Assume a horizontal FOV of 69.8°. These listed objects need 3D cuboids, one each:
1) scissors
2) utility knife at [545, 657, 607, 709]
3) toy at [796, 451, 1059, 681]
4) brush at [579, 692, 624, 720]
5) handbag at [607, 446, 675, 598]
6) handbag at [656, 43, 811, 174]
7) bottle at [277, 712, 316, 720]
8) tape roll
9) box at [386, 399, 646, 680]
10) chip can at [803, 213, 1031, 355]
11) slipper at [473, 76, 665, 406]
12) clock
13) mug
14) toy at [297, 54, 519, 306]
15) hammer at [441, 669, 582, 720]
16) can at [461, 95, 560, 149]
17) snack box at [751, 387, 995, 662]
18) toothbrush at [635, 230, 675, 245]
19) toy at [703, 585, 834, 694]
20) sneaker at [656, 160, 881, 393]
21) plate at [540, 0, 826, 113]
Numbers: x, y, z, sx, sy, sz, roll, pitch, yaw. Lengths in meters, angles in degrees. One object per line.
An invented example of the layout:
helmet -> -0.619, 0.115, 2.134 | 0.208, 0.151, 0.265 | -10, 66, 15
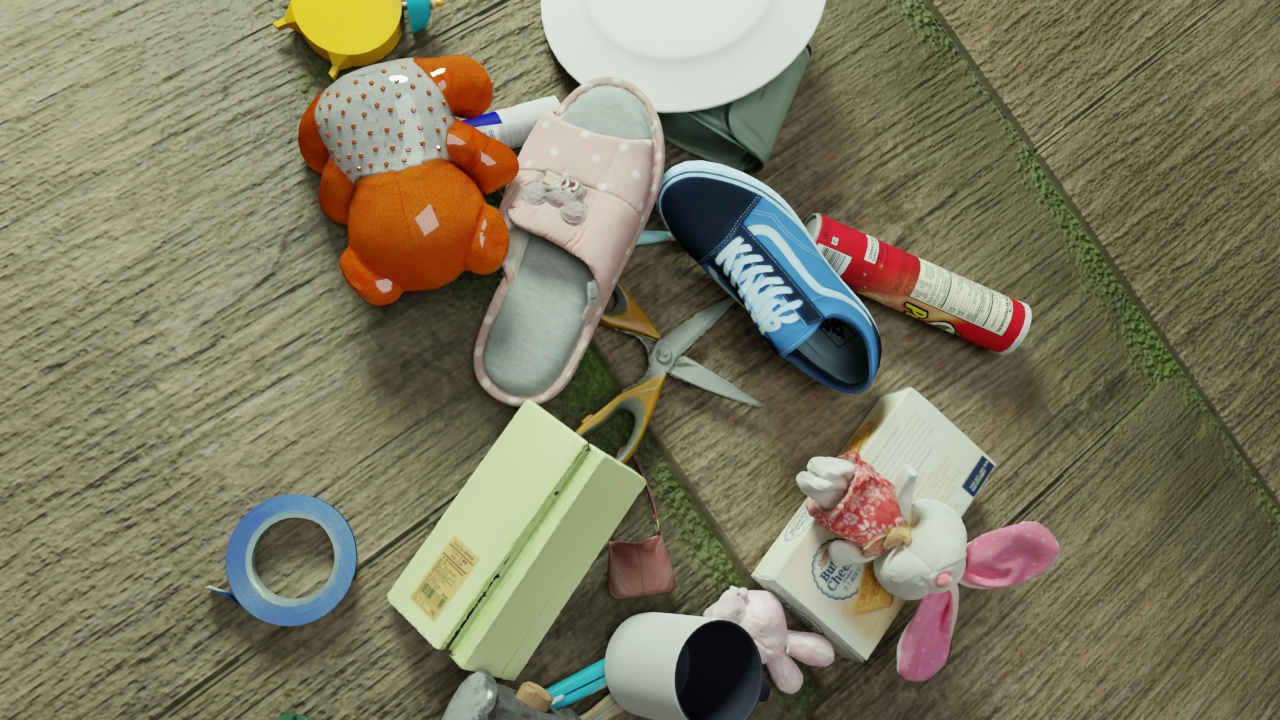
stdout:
scissors -> -0.004, 0.004, 0.756 | 0.225, 0.016, 0.229 | 31, 71, -6
utility knife -> -0.081, 0.269, 0.704 | 0.161, 0.015, 0.022 | -24, 97, -14
toy -> 0.202, 0.137, 0.700 | 0.194, 0.084, 0.159 | 42, 102, -6
brush -> -0.061, 0.293, 0.705 | 0.151, 0.012, 0.039 | -33, 92, -16
handbag -> -0.006, 0.129, 0.740 | 0.055, 0.029, 0.119 | -5, 78, -13
handbag -> 0.081, -0.239, 0.794 | 0.106, 0.067, 0.121 | 25, 76, -11
bottle -> -0.249, 0.318, 0.628 | 0.061, 0.061, 0.131 | 26, 76, -12
tape roll -> -0.256, 0.146, 0.675 | 0.091, 0.016, 0.093 | 29, 76, -9
box -> -0.089, 0.137, 0.682 | 0.127, 0.066, 0.188 | 36, 86, -5
chip can -> 0.240, -0.067, 0.816 | 0.214, 0.052, 0.051 | 21, 77, -10
slipper -> -0.060, -0.096, 0.717 | 0.114, 0.054, 0.274 | 18, 87, 11
clock -> -0.224, -0.292, 0.737 | 0.099, 0.044, 0.129 | 43, 81, -5
mug -> 0.044, 0.237, 0.692 | 0.112, 0.097, 0.078 | 25, 68, -26
toy -> -0.174, -0.135, 0.696 | 0.164, 0.093, 0.172 | -16, 86, 3
hammer -> -0.155, 0.375, 0.639 | 0.098, 0.052, 0.328 | 34, 83, -24
can -> -0.110, -0.190, 0.755 | 0.095, 0.032, 0.032 | -21, 87, -16
snack box -> 0.196, 0.134, 0.772 | 0.104, 0.058, 0.207 | 41, 74, -5
toothbrush -> 0.010, -0.106, 0.781 | 0.155, 0.016, 0.022 | -7, 75, -15
toy -> 0.100, 0.222, 0.739 | 0.110, 0.047, 0.064 | 40, 105, -8
sneaker -> 0.109, -0.064, 0.740 | 0.241, 0.098, 0.084 | 41, 117, -12
plate -> 0.033, -0.317, 0.768 | 0.243, 0.016, 0.242 | -3, 72, 8
